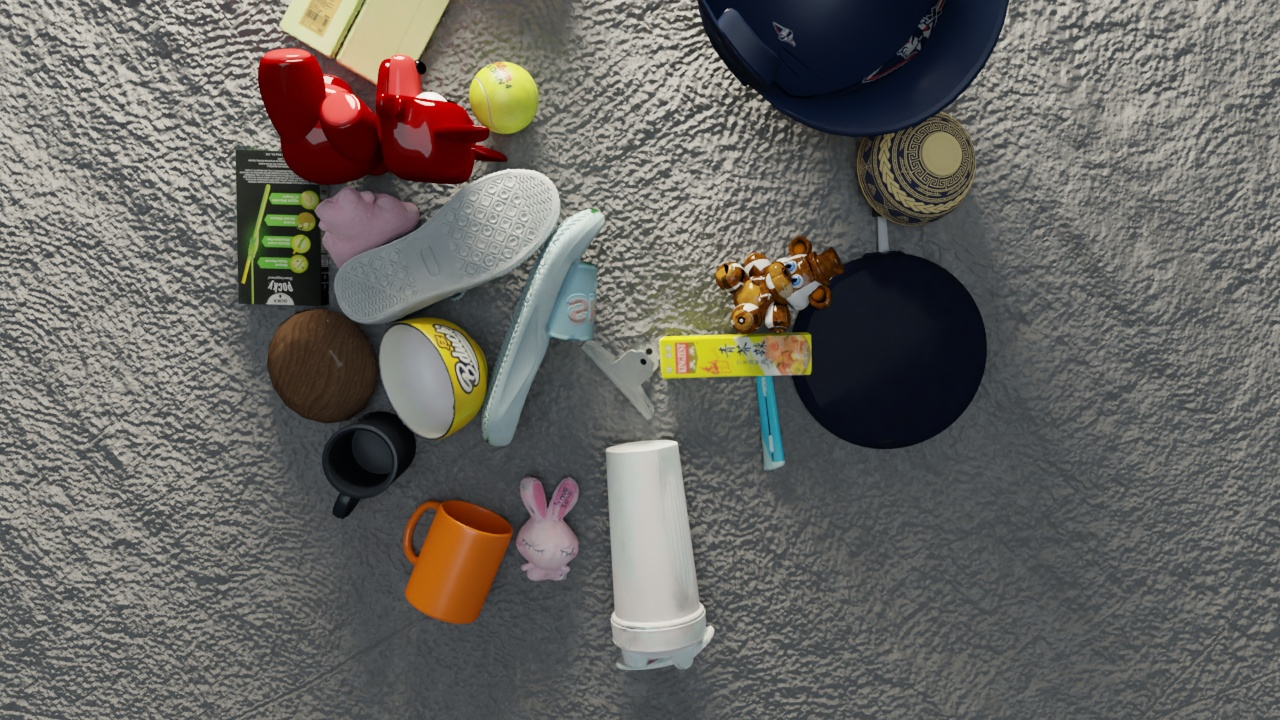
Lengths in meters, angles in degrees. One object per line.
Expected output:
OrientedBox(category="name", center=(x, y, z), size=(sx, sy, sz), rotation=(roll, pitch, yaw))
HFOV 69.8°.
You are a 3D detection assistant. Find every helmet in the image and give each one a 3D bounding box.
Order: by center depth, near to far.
OrientedBox(category="helmet", center=(0.175, -0.321, 0.783), size=(0.272, 0.222, 0.233), rotation=(41, 109, 5))

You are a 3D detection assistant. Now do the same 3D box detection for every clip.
OrientedBox(category="clip", center=(-0.006, 0.006, 0.922), size=(0.054, 0.040, 0.101), rotation=(-40, 97, 23))

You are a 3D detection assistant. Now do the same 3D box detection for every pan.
OrientedBox(category="pan", center=(0.244, -0.086, 0.914), size=(0.199, 0.021, 0.356), rotation=(-5, 96, 0))

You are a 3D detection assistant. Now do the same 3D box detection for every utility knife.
OrientedBox(category="utility knife", center=(0.128, 0.050, 0.930), size=(0.022, 0.015, 0.123), rotation=(-7, 95, 23))

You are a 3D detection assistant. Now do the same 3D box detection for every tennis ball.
OrientedBox(category="tennis ball", center=(-0.129, -0.248, 0.867), size=(0.065, 0.065, 0.065), rotation=(0, 96, -1))

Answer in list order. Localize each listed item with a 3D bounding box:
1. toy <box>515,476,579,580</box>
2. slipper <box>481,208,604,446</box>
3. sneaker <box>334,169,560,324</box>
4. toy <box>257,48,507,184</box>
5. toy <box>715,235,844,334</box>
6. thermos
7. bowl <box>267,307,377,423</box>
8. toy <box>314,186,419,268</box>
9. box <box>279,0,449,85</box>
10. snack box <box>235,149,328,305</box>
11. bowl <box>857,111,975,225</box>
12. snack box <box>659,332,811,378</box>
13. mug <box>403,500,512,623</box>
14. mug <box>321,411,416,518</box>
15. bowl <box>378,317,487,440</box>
OrientedBox(category="toy", center=(-0.094, 0.171, 0.925), size=(0.063, 0.047, 0.110), rotation=(0, 93, -9))
OrientedBox(category="slipper", center=(-0.086, -0.028, 0.877), size=(0.074, 0.104, 0.245), rotation=(21, 96, -15))
OrientedBox(category="sneaker", center=(-0.178, -0.100, 0.873), size=(0.235, 0.087, 0.089), rotation=(-26, 88, 3))
OrientedBox(category="toy", center=(-0.225, -0.212, 0.824), size=(0.197, 0.158, 0.120), rotation=(6, 90, -3))
OrientedBox(category="toy", center=(0.138, -0.074, 0.888), size=(0.113, 0.067, 0.087), rotation=(-26, 68, 21))
OrientedBox(category="thermos", center=(0.014, 0.192, 0.906), size=(0.099, 0.099, 0.220), rotation=(-5, 93, 0))
OrientedBox(category="bowl", center=(-0.318, 0.009, 0.897), size=(0.118, 0.030, 0.118), rotation=(3, 104, 12))
OrientedBox(category="toy", center=(-0.267, -0.131, 0.868), size=(0.099, 0.096, 0.052), rotation=(-33, 65, 3))
OrientedBox(category="box", center=(-0.244, -0.364, 0.866), size=(0.141, 0.047, 0.188), rotation=(32, 96, -2))
OrientedBox(category="snack box", center=(-0.350, -0.129, 0.898), size=(0.080, 0.025, 0.147), rotation=(2, 96, -1))
OrientedBox(category="bowl", center=(0.270, -0.188, 0.869), size=(0.112, 0.061, 0.112), rotation=(0, 89, -11))
OrientedBox(category="snack box", center=(0.094, -0.005, 0.906), size=(0.148, 0.029, 0.040), rotation=(-2, 97, 7))
OrientedBox(category="mug", center=(-0.194, 0.192, 0.918), size=(0.113, 0.077, 0.096), rotation=(25, 96, 25))
OrientedBox(category="mug", center=(-0.271, 0.106, 0.899), size=(0.071, 0.077, 0.105), rotation=(27, 95, -4))
OrientedBox(category="bowl", center=(-0.191, 0.012, 0.885), size=(0.117, 0.067, 0.117), rotation=(17, 117, 37))
